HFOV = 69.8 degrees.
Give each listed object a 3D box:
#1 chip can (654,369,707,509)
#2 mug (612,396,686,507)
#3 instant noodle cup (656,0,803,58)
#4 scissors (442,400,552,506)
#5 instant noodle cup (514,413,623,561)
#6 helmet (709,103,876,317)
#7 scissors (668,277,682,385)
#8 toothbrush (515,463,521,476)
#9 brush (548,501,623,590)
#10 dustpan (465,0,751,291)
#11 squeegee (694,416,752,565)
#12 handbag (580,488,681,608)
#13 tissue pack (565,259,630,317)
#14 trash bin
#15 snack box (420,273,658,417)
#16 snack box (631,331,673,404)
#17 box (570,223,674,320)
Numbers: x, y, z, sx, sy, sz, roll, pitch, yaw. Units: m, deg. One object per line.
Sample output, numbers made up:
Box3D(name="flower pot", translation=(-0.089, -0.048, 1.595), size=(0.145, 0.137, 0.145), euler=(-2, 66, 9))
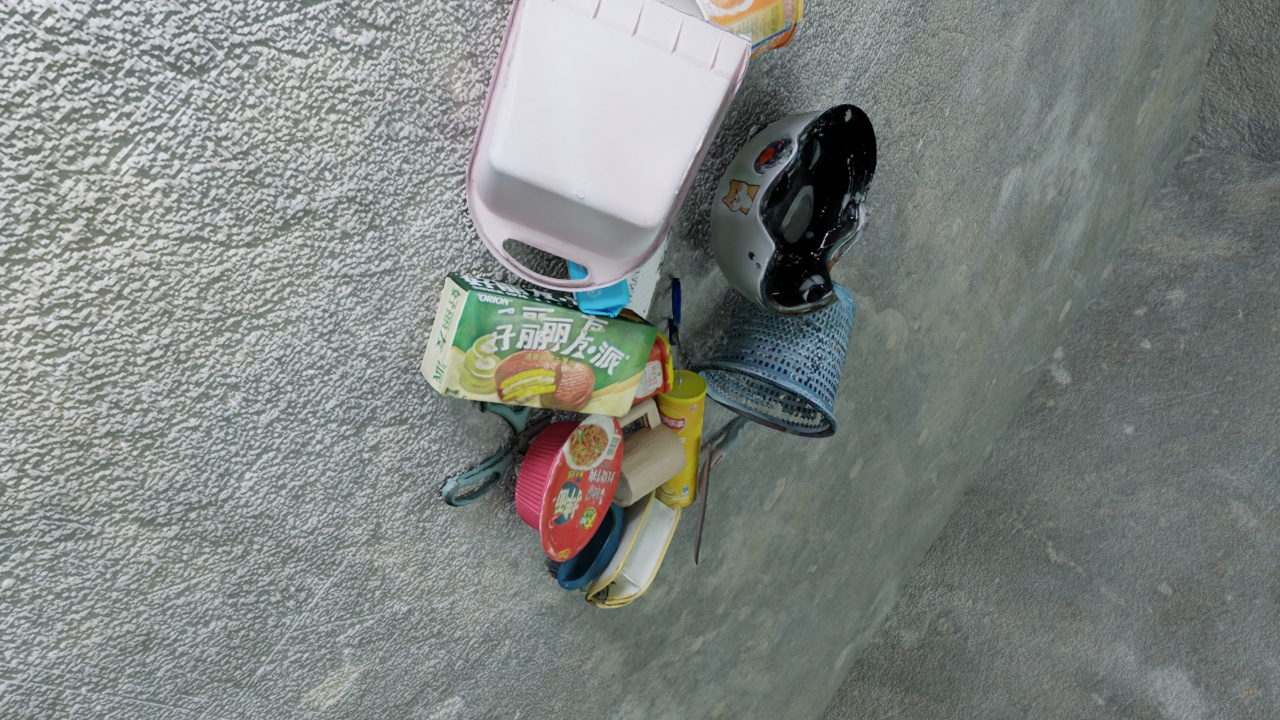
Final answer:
Box3D(name="chip can", translation=(0.054, 0.118, 1.338), size=(0.071, 0.072, 0.214), euler=(-30, 137, -37))
Box3D(name="mug", translation=(-0.007, 0.126, 1.267), size=(0.103, 0.084, 0.125), euler=(-30, 112, -35))
Box3D(name="instant noodle cup", translation=(0.075, -0.366, 0.942), size=(0.111, 0.151, 0.151), euler=(-36, 140, -19))
Box3D(name="scissors", translation=(-0.167, 0.087, 1.068), size=(0.169, 0.019, 0.180), euler=(-35, 142, -33))
Box3D(name="instant noodle cup", translation=(-0.093, 0.147, 1.140), size=(0.193, 0.066, 0.194), euler=(-43, 143, -47))
Box3D(name="helmet", translation=(0.182, -0.199, 1.192), size=(0.229, 0.157, 0.274), euler=(19, 89, -51))
Box3D(name="scissors", translation=(0.047, -0.042, 1.173), size=(0.165, 0.012, 0.157), euler=(147, -55, -86))
Box3D(name="toothbrush", translation=(-0.131, 0.180, 1.183), size=(0.016, 0.017, 0.188), euler=(-50, 148, -21))
Box3D(name="brush", translation=(-0.068, 0.257, 1.278), size=(0.055, 0.073, 0.144), euler=(34, 85, -43))
Box3D(name="dustpan", translation=(-0.051, -0.212, 0.882), size=(0.139, 0.222, 0.273), euler=(151, -39, -76))
Box3D(name="squeegee", translation=(0.128, 0.154, 1.456), size=(0.248, 0.040, 0.248), euler=(-53, 153, -48))
Box3D(name="handbag", translation=(-0.022, 0.282, 1.324), size=(0.179, 0.063, 0.162), euler=(-44, -166, 49))
Box3D(name="tissue pack", translation=(-0.050, -0.120, 0.967), size=(0.063, 0.090, 0.140), euler=(-13, 109, -4))
Box3D(name="trash bin", translation=(0.213, -0.021, 1.337), size=(0.194, 0.227, 0.226), euler=(-65, 148, -15))
Box3D(name="snack box", translation=(-0.104, -0.012, 0.984), size=(0.239, 0.063, 0.114), euler=(10, 108, -36))
Box3D(name="snack box", translation=(-0.007, 0.007, 1.170), size=(0.080, 0.082, 0.091), euler=(-30, 137, -23))
Box3D(name="box", translation=(-0.028, -0.088, 1.078), size=(0.089, 0.059, 0.184), euler=(3, 115, -41))
